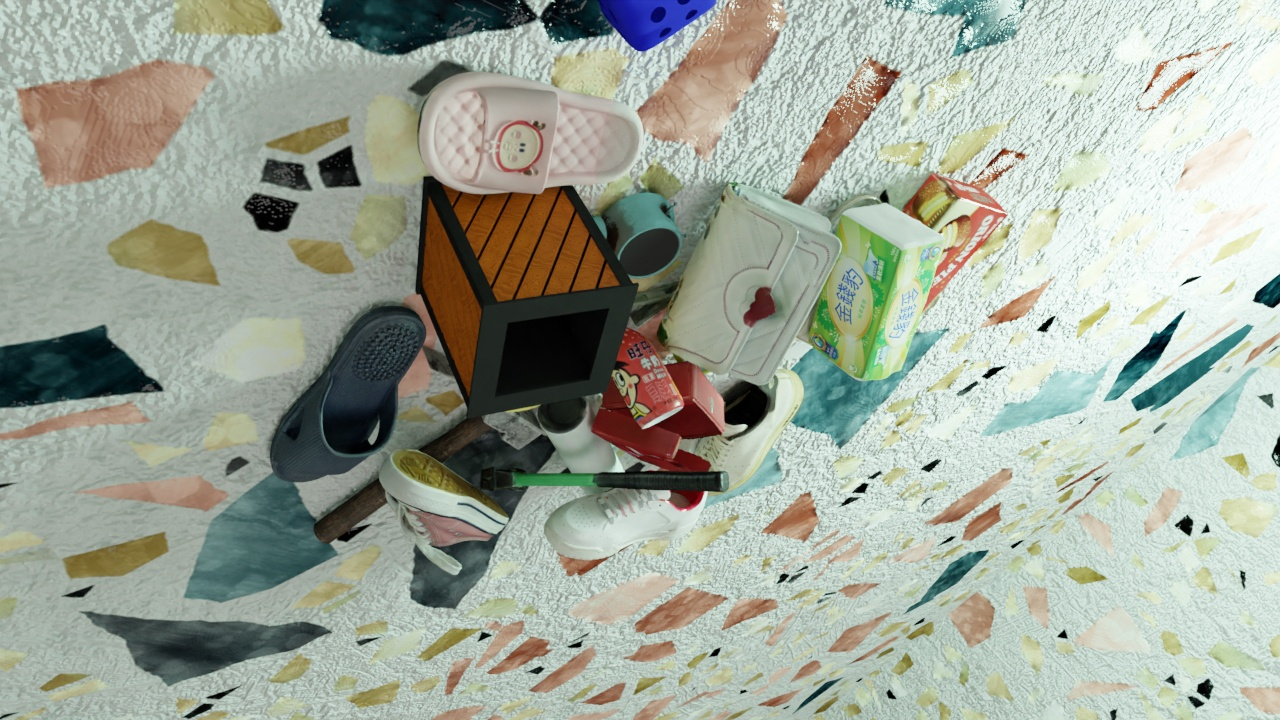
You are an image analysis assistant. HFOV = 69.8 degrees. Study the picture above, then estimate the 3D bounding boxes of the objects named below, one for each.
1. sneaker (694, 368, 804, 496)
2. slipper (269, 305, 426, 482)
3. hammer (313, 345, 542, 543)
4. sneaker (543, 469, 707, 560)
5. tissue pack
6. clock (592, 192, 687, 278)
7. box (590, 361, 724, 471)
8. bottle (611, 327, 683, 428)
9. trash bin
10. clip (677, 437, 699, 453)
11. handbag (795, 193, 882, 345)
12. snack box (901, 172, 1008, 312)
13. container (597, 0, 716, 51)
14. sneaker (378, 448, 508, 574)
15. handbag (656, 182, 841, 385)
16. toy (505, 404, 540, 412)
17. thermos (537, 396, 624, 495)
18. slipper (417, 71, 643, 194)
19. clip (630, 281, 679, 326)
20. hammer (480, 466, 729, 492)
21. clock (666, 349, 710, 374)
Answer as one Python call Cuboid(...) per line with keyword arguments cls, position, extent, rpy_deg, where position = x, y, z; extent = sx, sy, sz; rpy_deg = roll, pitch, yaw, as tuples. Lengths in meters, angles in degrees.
Cuboid(cls="sneaker", position=(0.133, 0.109, 1.322), extent=(0.102, 0.089, 0.242), rpy_deg=(4, 129, -50))
Cuboid(cls="slipper", position=(-0.298, 0.059, 0.963), extent=(0.101, 0.082, 0.264), rpy_deg=(10, 129, -46))
Cuboid(cls="hammer", position=(-0.289, 0.115, 1.078), extent=(0.301, 0.037, 0.217), rpy_deg=(-35, 145, 8))
Cuboid(cls="sneaker", position=(-0.011, 0.188, 1.207), extent=(0.236, 0.090, 0.105), rpy_deg=(-2, 134, -34))
Cuboid(cls="tissue pack", position=(0.308, -0.088, 1.127), extent=(0.141, 0.120, 0.198), rpy_deg=(-15, 137, -31))
Cuboid(cls="clock", position=(-0.014, -0.124, 0.961), extent=(0.124, 0.053, 0.090), rpy_deg=(-26, 145, -1))
Cuboid(cls="box", position=(0.027, 0.069, 1.163), extent=(0.157, 0.137, 0.127), rpy_deg=(42, 63, -64))
Cuboid(cls="bottle", position=(-0.006, 0.006, 1.056), extent=(0.062, 0.137, 0.062), rpy_deg=(-29, 171, -5))
Cuboid(cls="trash bin", position=(-0.114, -0.067, 0.855), extent=(0.139, 0.171, 0.140), rpy_deg=(-10, 141, -26))
Cuboid(cls="clip", position=(0.057, 0.123, 1.323), extent=(0.054, 0.101, 0.044), rpy_deg=(7, 151, 25))
Cuboid(cls="handbag", position=(0.230, -0.124, 1.149), extent=(0.175, 0.062, 0.198), rpy_deg=(21, 113, -48))
Cuboid(cls="snack box", position=(0.362, -0.129, 1.215), extent=(0.113, 0.060, 0.237), rpy_deg=(5, 133, -38))
Cuboid(cls="container", position=(-0.003, -0.315, 0.703), extent=(0.085, 0.084, 0.113), rpy_deg=(-33, 146, 2))
Cuboid(cls="sneaker", position=(-0.240, 0.176, 1.067), extent=(0.088, 0.118, 0.241), rpy_deg=(-47, 151, -4))
Cuboid(cls="handbag", position=(0.118, -0.084, 1.021), extent=(0.142, 0.096, 0.199), rpy_deg=(19, 117, -9))
Cuboid(cls="toy", position=(-0.100, -0.003, 1.022), extent=(0.171, 0.064, 0.154), rpy_deg=(-40, 168, 13))
Cuboid(cls="thermos", position=(-0.071, 0.120, 1.213), extent=(0.068, 0.068, 0.230), rpy_deg=(-28, 146, -3))
Cuboid(cls="slipper", position=(-0.091, -0.191, 0.808), extent=(0.221, 0.055, 0.107), rpy_deg=(-5, 127, -34))
Cuboid(cls="clip", position=(0.020, -0.072, 1.078), extent=(0.075, 0.023, 0.061), rpy_deg=(-24, 146, -5))
Cuboid(cls="hammer", position=(-0.050, 0.146, 1.119), extent=(0.319, 0.032, 0.130), rpy_deg=(-2, 171, 21))
Cuboid(cls="clock", position=(0.086, -0.031, 1.144), extent=(0.119, 0.057, 0.083), rpy_deg=(-25, 143, 3))
